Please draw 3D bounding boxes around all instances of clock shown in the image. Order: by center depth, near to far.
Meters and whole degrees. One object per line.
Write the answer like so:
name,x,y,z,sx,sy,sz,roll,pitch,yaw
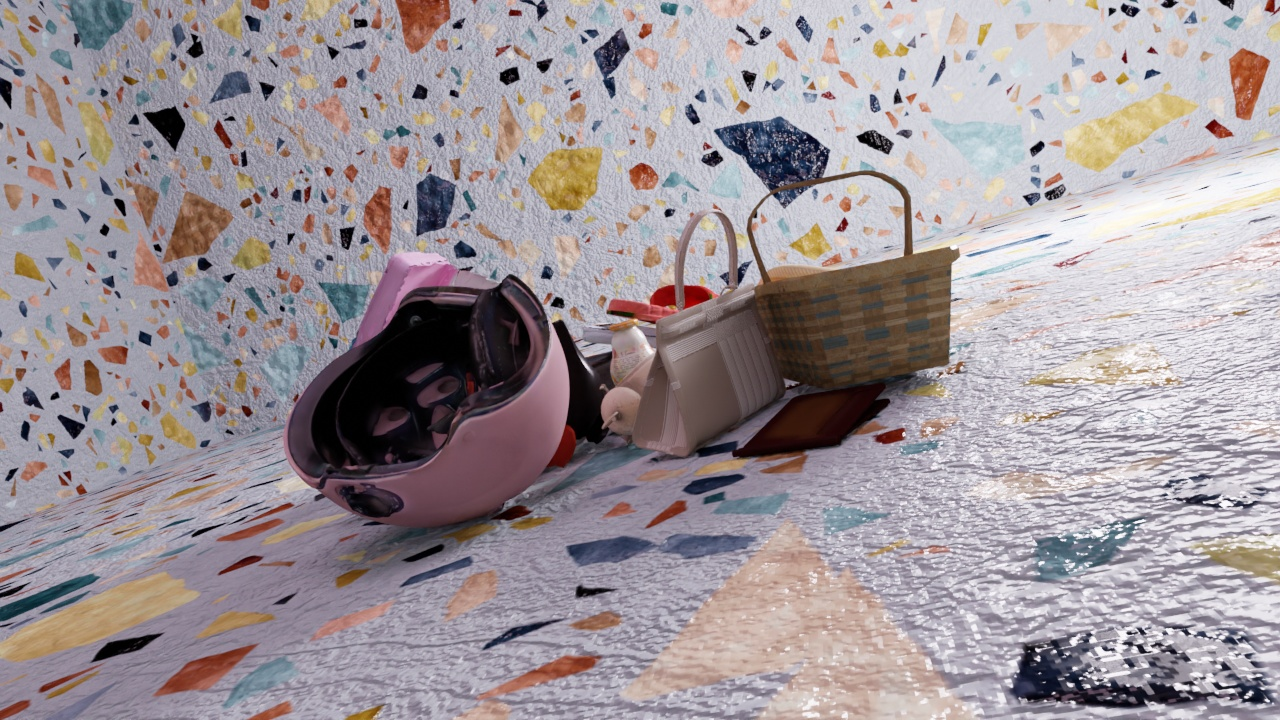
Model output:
clock,-0.005,0.037,0.883,0.093,0.054,0.140,-51,-10,27

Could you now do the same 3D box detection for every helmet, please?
helmet,-0.175,0.049,0.807,0.256,0.152,0.229,-18,42,12

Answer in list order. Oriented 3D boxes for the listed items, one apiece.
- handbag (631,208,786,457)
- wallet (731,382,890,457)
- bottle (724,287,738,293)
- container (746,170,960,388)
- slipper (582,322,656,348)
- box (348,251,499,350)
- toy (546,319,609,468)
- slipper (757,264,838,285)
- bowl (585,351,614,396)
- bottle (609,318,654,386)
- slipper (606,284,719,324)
handbag,0.064,-0.036,0.829,0.062,0.198,0.175,9,20,35
wallet,0.138,0.049,0.734,0.092,0.018,0.115,-12,9,37
bottle,0.145,-0.047,1.099,0.070,0.071,0.164,-21,27,-34
container,0.190,-0.081,0.873,0.157,0.186,0.250,-11,3,-2
slipper,0.051,-0.006,1.181,0.264,0.063,0.111,10,9,16
box,-0.235,-0.002,0.951,0.160,0.231,0.063,7,30,-47
toy,-0.096,0.031,0.985,0.159,0.140,0.184,20,-2,6
slipper,0.235,-0.056,1.127,0.079,0.111,0.262,14,-1,-29
bowl,-0.092,0.041,1.222,0.145,0.067,0.145,-17,6,2
bottle,-0.006,0.006,1.095,0.063,0.109,0.063,-16,7,2
slipper,0.057,-0.071,1.199,0.248,0.059,0.104,6,3,-45
